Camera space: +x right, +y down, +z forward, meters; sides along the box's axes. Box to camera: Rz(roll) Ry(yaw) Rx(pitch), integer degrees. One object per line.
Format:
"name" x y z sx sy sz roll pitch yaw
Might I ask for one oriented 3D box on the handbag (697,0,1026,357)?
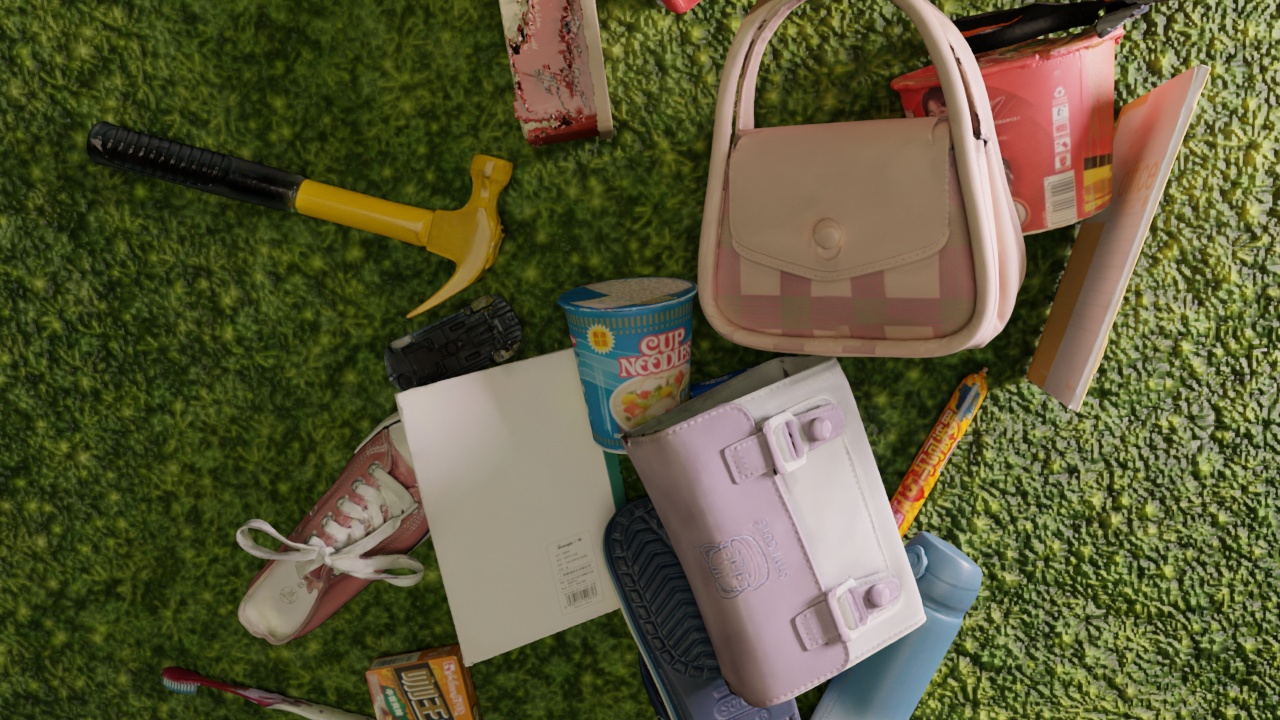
"handbag" 0.126 -0.119 0.565 0.194 0.093 0.234 5 115 34

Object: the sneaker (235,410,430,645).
"sneaker" -0.213 0.128 0.677 0.241 0.087 0.118 -44 96 8

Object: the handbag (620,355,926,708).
"handbag" 0.091 0.109 0.611 0.144 0.098 0.197 -24 97 -19

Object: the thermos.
"thermos" 0.183 0.234 0.693 0.070 0.070 0.220 24 100 -2

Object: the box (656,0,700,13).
"box" 0.069 -0.330 0.602 0.201 0.095 0.100 -37 72 9

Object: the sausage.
"sausage" 0.216 0.077 0.687 0.021 0.021 0.165 26 99 -3

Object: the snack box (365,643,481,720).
"snack box" -0.164 0.307 0.737 0.075 0.026 0.154 -11 99 3

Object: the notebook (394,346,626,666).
"notebook" -0.082 0.104 0.677 0.150 0.012 0.209 -15 100 -21

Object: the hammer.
"hammer" -0.247 -0.119 0.665 0.301 0.033 0.129 15 99 -1

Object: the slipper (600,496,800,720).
"slipper" 0.049 0.216 0.682 0.105 0.095 0.252 -22 88 -22

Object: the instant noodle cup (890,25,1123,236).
"instant noodle cup" 0.240 -0.145 0.596 0.138 0.137 0.108 -14 107 4

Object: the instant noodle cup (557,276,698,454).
"instant noodle cup" -0.004 0.004 0.652 0.099 0.099 0.110 -5 107 3

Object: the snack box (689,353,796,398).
"snack box" 0.099 0.082 0.689 0.084 0.026 0.157 -17 99 5

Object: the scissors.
"scissors" 0.281 -0.218 0.560 0.221 0.232 0.022 -1 116 41

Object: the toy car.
"toy car" -0.138 -0.010 0.679 0.105 0.031 0.049 -25 97 4

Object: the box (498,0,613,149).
"box" -0.068 -0.230 0.610 0.077 0.091 0.168 -9 99 0

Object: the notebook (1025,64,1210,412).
"notebook" 0.302 -0.075 0.597 0.010 0.145 0.206 18 100 10

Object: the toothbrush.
"toothbrush" -0.297 0.280 0.743 0.187 0.016 0.017 15 107 0
